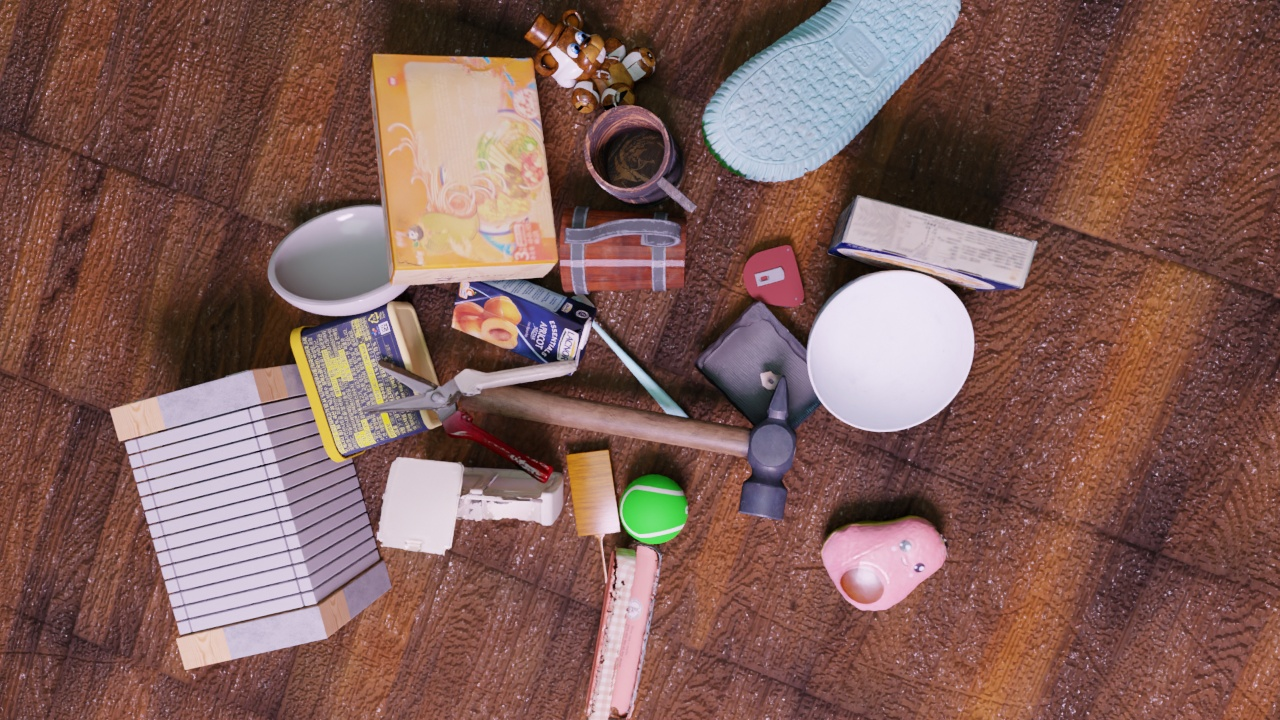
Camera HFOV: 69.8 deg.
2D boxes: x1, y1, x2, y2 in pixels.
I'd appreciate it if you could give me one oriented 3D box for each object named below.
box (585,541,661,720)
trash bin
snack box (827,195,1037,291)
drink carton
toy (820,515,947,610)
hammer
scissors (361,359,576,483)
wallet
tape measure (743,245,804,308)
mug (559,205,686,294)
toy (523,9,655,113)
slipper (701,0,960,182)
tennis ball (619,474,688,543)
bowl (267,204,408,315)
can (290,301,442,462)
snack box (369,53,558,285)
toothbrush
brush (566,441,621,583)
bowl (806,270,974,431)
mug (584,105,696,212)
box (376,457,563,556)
[{"bbox_3d":[-0.018,0.272,0.894,0.067,0.057,0.187,6,98,-25],"label":"box"},{"bbox_3d":[-0.366,0.139,0.886,0.142,0.142,0.247,-14,92,9],"label":"trash bin"},{"bbox_3d":[0.240,-0.096,0.781,0.144,0.145,0.042,15,94,6],"label":"snack box"},{"bbox_3d":[-0.111,-0.040,0.878,0.130,0.040,0.064,22,126,5],"label":"drink carton"},{"bbox_3d":[0.228,0.181,0.852,0.110,0.051,0.090,-30,91,8],"label":"toy"},{"bbox_3d":[-0.017,0.055,0.856,0.322,0.040,0.129,9,81,11],"label":"hammer"},{"bbox_3d":[-0.143,0.038,0.839,0.179,0.015,0.198,-38,72,-17],"label":"scissors"},{"bbox_3d":[0.119,0.013,0.867,0.089,0.026,0.115,-44,88,9],"label":"wallet"},{"bbox_3d":[0.124,-0.075,0.863,0.051,0.019,0.059,-15,92,9],"label":"tape measure"},{"bbox_3d":[-0.015,-0.104,0.833,0.111,0.117,0.081,2,80,4],"label":"mug"},{"bbox_3d":[-0.051,-0.275,0.844,0.112,0.067,0.087,35,64,-21],"label":"toy"},{"bbox_3d":[0.172,-0.258,0.821,0.276,0.069,0.116,-42,89,-6],"label":"slipper"},{"bbox_3d":[0.013,0.141,0.872,0.065,0.065,0.065,1,94,8],"label":"tennis ball"},{"bbox_3d":[-0.274,-0.088,0.878,0.149,0.149,0.043,2,137,8],"label":"bowl"},{"bbox_3d":[-0.262,0.018,0.898,0.104,0.075,0.135,-17,92,6],"label":"can"},{"bbox_3d":[-0.162,-0.170,0.835,0.145,0.081,0.195,-5,82,-20],"label":"snack box"},{"bbox_3d":[-0.005,0.005,0.890,0.180,0.016,0.016,49,127,0],"label":"toothbrush"},{"bbox_3d":[-0.042,0.151,0.904,0.048,0.017,0.126,-8,93,8],"label":"brush"},{"bbox_3d":[0.212,-0.017,0.820,0.144,0.074,0.144,-1,108,-3],"label":"bowl"},{"bbox_3d":[0.009,-0.170,0.827,0.116,0.107,0.080,41,98,3],"label":"mug"},{"bbox_3d":[-0.147,0.115,0.832,0.143,0.180,0.080,2,96,1],"label":"box"}]
